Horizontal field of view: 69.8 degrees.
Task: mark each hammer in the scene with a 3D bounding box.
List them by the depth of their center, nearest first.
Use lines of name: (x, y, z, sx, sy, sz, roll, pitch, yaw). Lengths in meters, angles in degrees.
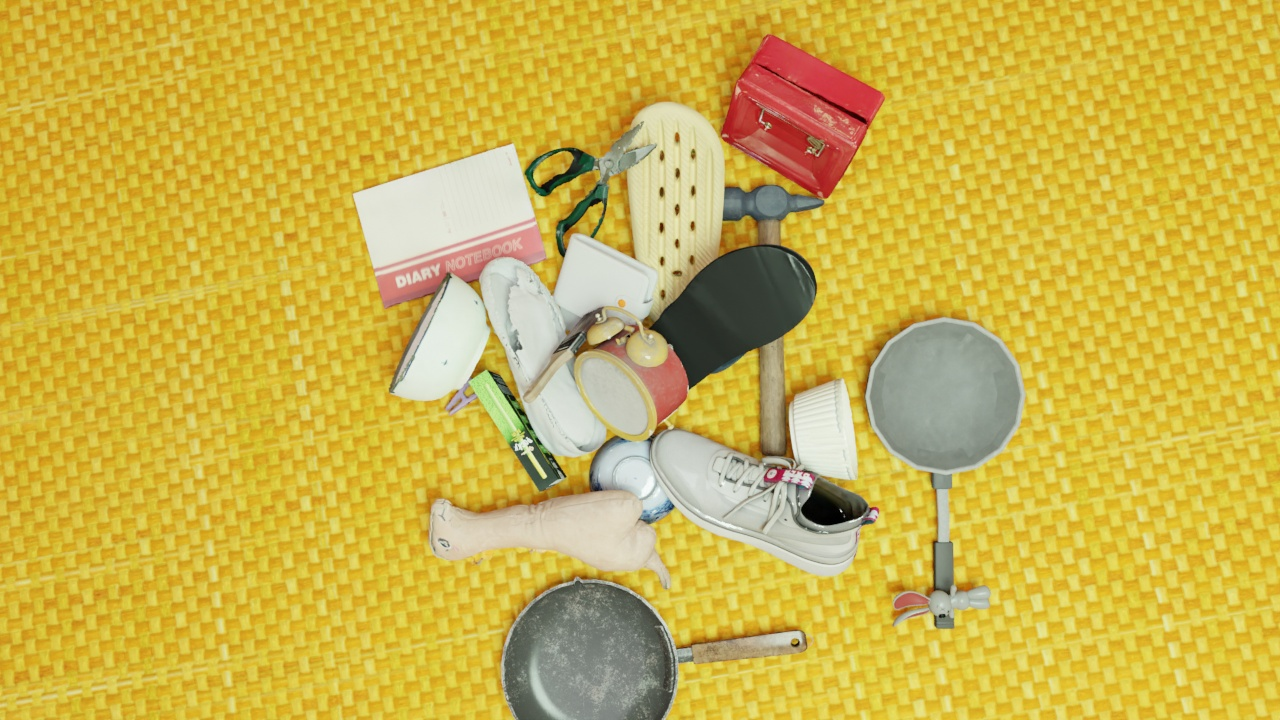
hammer: (0.156, -0.048, 1.085, 0.129, 0.040, 0.321, 0, 86, -1)

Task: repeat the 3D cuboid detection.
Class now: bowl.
bowl: (0.206, 0.080, 1.038, 0.062, 0.115, 0.115, -8, 84, 17)
bowl: (-0.223, -0.018, 1.051, 0.073, 0.153, 0.153, 27, 86, -18)
bowl: (-0.006, 0.139, 1.069, 0.114, 0.045, 0.114, 0, 85, 3)

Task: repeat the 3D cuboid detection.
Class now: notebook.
notebook: (-0.233, -0.164, 1.123, 0.209, 0.012, 0.153, -17, 85, 2)

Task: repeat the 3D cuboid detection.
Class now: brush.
brush: (-0.085, -0.007, 1.024, 0.012, 0.039, 0.150, 48, 54, -20)

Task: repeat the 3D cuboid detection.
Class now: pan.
pan: (0.019, 0.343, 1.055, 0.357, 0.040, 0.207, -8, 85, 1)
pan: (0.347, 0.129, 1.058, 0.178, 0.041, 0.357, -1, 91, 3)

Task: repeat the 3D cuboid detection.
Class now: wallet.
wallet: (-0.046, -0.073, 1.078, 0.118, 0.037, 0.115, 28, 119, 15)

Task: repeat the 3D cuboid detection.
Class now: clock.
clock: (-0.006, 0.006, 1.014, 0.117, 0.159, 0.081, 22, 47, 37)

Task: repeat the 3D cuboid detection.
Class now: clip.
clip: (-0.215, 0.040, 1.105, 0.052, 0.014, 0.042, -20, 85, -1)

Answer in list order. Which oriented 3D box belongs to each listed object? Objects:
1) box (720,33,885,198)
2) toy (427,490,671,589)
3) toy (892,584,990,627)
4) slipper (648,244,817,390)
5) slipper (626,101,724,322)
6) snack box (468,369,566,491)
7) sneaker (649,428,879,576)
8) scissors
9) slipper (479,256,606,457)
box: (0.189, -0.289, 1.056, 0.157, 0.135, 0.112, 33, 76, 4)
toy: (-0.110, 0.215, 1.055, 0.265, 0.065, 0.196, -14, 121, 15)
toy: (0.337, 0.273, 1.031, 0.112, 0.030, 0.049, -9, 122, 1)
slipper: (0.092, -0.051, 1.032, 0.109, 0.083, 0.266, 49, 130, -2)
slipper: (0.045, -0.169, 1.081, 0.111, 0.079, 0.261, 0, 104, 8)
snack box: (-0.141, 0.082, 1.063, 0.025, 0.080, 0.147, -34, 84, -1)
sneaker: (0.133, 0.141, 1.012, 0.263, 0.129, 0.096, 27, 55, 5)
scissors: (-0.049, -0.193, 1.063, 0.210, 0.015, 0.142, -11, 92, 41)
slipper: (-0.119, -0.003, 1.063, 0.075, 0.112, 0.247, -22, 94, 31)
